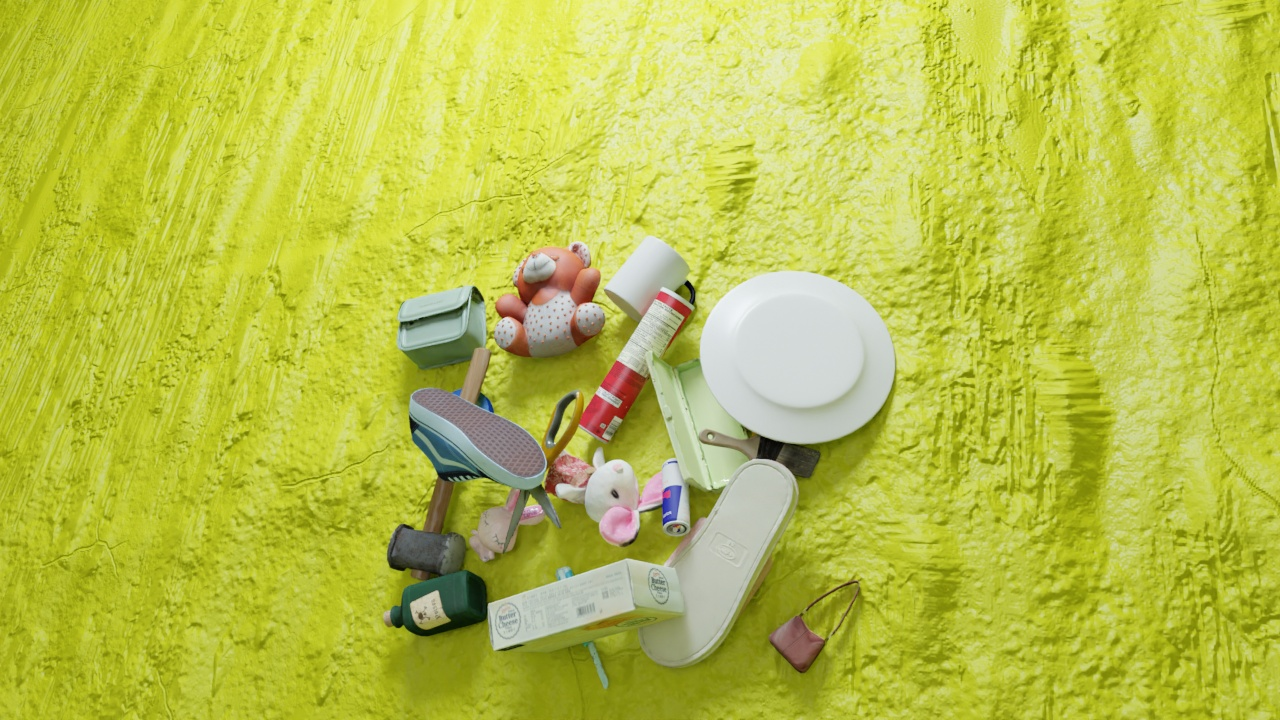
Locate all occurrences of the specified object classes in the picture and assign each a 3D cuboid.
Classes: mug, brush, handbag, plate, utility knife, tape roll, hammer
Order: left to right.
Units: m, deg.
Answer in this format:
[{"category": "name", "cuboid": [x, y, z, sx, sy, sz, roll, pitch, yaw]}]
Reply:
[{"category": "handbag", "cuboid": [-0.299, -0.053, 1.370, 0.122, 0.067, 0.106, -12, 60, 16]}, {"category": "hammer", "cuboid": [-0.259, 0.136, 1.258, 0.098, 0.052, 0.327, 4, 71, 22]}, {"category": "tape roll", "cuboid": [-0.255, 0.086, 1.313, 0.091, 0.016, 0.093, -15, 61, 14]}, {"category": "utility knife", "cuboid": [-0.072, 0.326, 1.125, 0.022, 0.015, 0.161, -35, 57, 17]}, {"category": "mug", "cuboid": [0.022, -0.100, 1.269, 0.112, 0.079, 0.096, 39, 82, 3]}, {"category": "brush", "cuboid": [0.143, 0.108, 1.112, 0.151, 0.012, 0.038, 16, 73, -4]}, {"category": "plate", "cuboid": [0.196, -0.011, 1.141, 0.242, 0.016, 0.242, 0, 63, 1]}, {"category": "handbag", "cuboid": [0.203, 0.291, 1.032, 0.119, 0.029, 0.055, -43, 60, -9]}]

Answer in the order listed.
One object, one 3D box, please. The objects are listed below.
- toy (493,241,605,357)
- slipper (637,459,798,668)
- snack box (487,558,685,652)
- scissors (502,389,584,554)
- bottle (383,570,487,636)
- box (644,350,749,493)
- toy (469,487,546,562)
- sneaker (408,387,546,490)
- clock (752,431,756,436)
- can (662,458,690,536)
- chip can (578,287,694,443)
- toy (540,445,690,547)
[{"category": "toy", "cuboid": [-0.129, -0.092, 1.308, 0.164, 0.093, 0.172, -15, 59, 16]}, {"category": "slipper", "cuboid": [0.094, 0.239, 1.078, 0.114, 0.054, 0.274, 35, 91, 27]}, {"category": "snack box", "cuboid": [-0.064, 0.287, 1.058, 0.208, 0.104, 0.057, -24, 62, 28]}, {"category": "scissors", "cuboid": [-0.146, 0.134, 1.176, 0.230, 0.016, 0.225, 16, 81, 47]}, {"category": "bottle", "cuboid": [-0.268, 0.317, 1.179, 0.131, 0.061, 0.061, -18, 58, 12]}, {"category": "box", "cuboid": [0.073, 0.076, 1.166, 0.066, 0.127, 0.188, -53, 46, 46]}, {"category": "toy", "cuboid": [-0.178, 0.213, 1.204, 0.110, 0.047, 0.063, -43, 67, -7]}, {"category": "sneaker", "cuboid": [-0.211, 0.124, 1.182, 0.241, 0.083, 0.098, 26, 121, 35]}, {"category": "clock", "cuboid": [0.153, 0.028, 1.160, 0.099, 0.044, 0.129, -13, 68, -6]}, {"category": "can", "cuboid": [0.042, 0.163, 1.104, 0.032, 0.032, 0.095, -13, 46, 15]}, {"category": "chip can", "cuboid": [-0.007, 0.007, 1.216, 0.052, 0.051, 0.214, 32, 89, 30]}, {"category": "toy", "cuboid": [-0.049, 0.159, 1.157, 0.194, 0.084, 0.158, 23, 37, 33]}]
